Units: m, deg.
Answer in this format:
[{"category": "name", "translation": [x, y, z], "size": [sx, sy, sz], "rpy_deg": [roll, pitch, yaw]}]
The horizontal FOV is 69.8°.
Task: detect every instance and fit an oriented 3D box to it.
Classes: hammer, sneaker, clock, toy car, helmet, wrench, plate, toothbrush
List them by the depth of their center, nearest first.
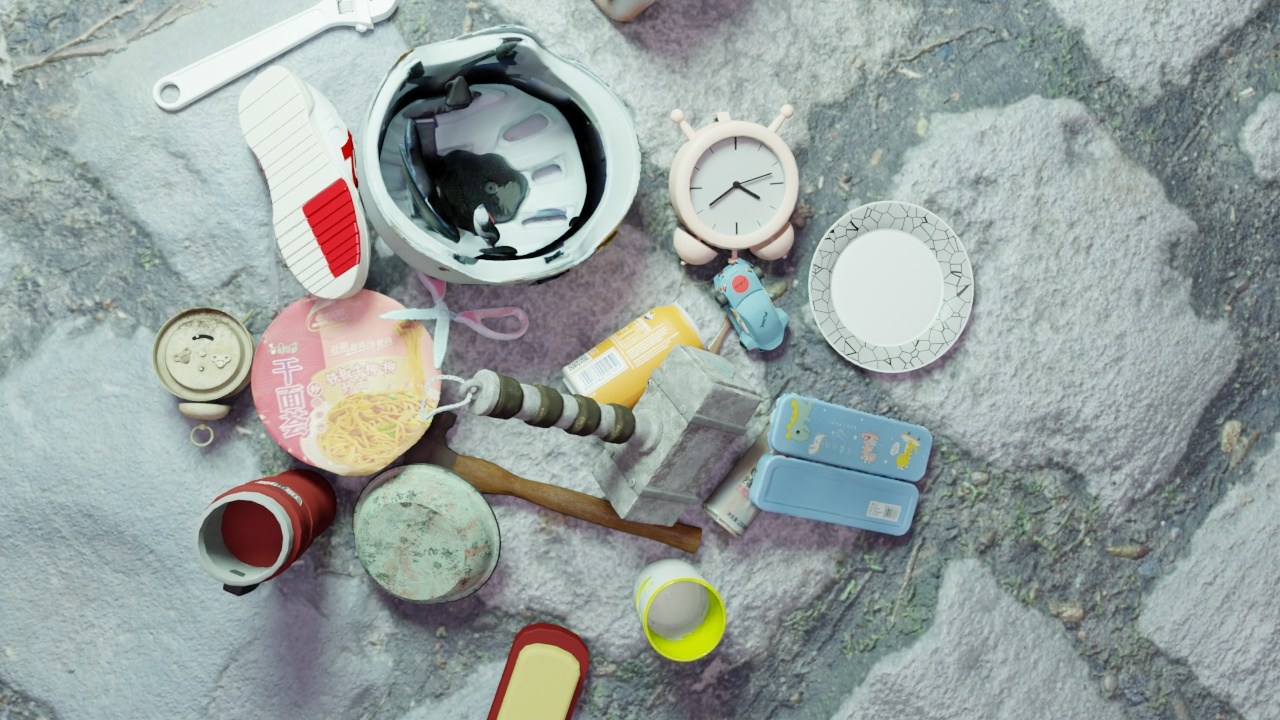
[{"category": "hammer", "translation": [-0.049, 0.052, 0.845], "size": [0.325, 0.079, 0.177], "rpy_deg": [17, 114, -41]}, {"category": "helmet", "translation": [-0.144, -0.183, 0.895], "size": [0.263, 0.164, 0.236], "rpy_deg": [-18, 95, -26]}, {"category": "sneaker", "translation": [-0.304, -0.166, 0.901], "size": [0.090, 0.104, 0.236], "rpy_deg": [-30, 77, 16]}, {"category": "clock", "translation": [-0.431, 0.015, 0.916], "size": [0.093, 0.055, 0.140], "rpy_deg": [2, 82, -7]}, {"category": "wrench", "translation": [-0.373, -0.330, 0.942], "size": [0.273, 0.018, 0.066], "rpy_deg": [-29, 93, -5]}, {"category": "hammer", "translation": [-0.091, 0.147, 0.968], "size": [0.323, 0.033, 0.115], "rpy_deg": [18, 86, -7]}, {"category": "clock", "translation": [0.096, -0.185, 0.975], "size": [0.131, 0.086, 0.160], "rpy_deg": [-5, 100, -7]}, {"category": "toy car", "translation": [0.121, -0.054, 0.976], "size": [0.060, 0.027, 0.108], "rpy_deg": [-36, 116, -6]}, {"category": "toothbrush", "translation": [0.071, 0.001, 0.995], "size": [0.016, 0.016, 0.167], "rpy_deg": [31, 87, -7]}, {"category": "plate", "translation": [0.276, -0.081, 1.019], "size": [0.188, 0.016, 0.188], "rpy_deg": [0, 90, -7]}]

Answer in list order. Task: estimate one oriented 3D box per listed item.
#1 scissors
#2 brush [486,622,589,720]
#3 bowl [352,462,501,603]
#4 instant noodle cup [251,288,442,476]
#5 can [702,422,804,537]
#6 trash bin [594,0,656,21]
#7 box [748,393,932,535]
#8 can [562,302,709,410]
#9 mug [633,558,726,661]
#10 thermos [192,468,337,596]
[{"category": "scissors", "translation": [-0.182, -0.052, 0.925], "size": [0.173, 0.014, 0.170], "rpy_deg": [21, 42, -29]}, {"category": "brush", "translation": [-0.112, 0.365, 0.958], "size": [0.082, 0.042, 0.173], "rpy_deg": [19, 88, -6]}, {"category": "bowl", "translation": [-0.221, 0.182, 0.919], "size": [0.157, 0.038, 0.157], "rpy_deg": [2, 107, 8]}, {"category": "instant noodle cup", "translation": [-0.288, 0.018, 0.921], "size": [0.178, 0.078, 0.178], "rpy_deg": [0, 91, -8]}, {"category": "can", "translation": [0.127, 0.123, 0.982], "size": [0.054, 0.054, 0.135], "rpy_deg": [41, 86, -5]}, {"category": "trash bin", "translation": [-0.038, -0.491, 0.902], "size": [0.157, 0.181, 0.259], "rpy_deg": [-40, 95, -4]}, {"category": "box", "translation": [0.218, 0.113, 0.974], "size": [0.208, 0.021, 0.125], "rpy_deg": [14, 96, -25]}, {"category": "can", "translation": [-0.006, 0.006, 0.953], "size": [0.142, 0.079, 0.079], "rpy_deg": [-34, 94, -6]}, {"category": "mug", "translation": [0.038, 0.254, 0.944], "size": [0.082, 0.106, 0.082], "rpy_deg": [0, 89, -7]}, {"category": "thermos", "translation": [-0.345, 0.160, 0.852], "size": [0.084, 0.199, 0.108], "rpy_deg": [23, 87, -6]}]
